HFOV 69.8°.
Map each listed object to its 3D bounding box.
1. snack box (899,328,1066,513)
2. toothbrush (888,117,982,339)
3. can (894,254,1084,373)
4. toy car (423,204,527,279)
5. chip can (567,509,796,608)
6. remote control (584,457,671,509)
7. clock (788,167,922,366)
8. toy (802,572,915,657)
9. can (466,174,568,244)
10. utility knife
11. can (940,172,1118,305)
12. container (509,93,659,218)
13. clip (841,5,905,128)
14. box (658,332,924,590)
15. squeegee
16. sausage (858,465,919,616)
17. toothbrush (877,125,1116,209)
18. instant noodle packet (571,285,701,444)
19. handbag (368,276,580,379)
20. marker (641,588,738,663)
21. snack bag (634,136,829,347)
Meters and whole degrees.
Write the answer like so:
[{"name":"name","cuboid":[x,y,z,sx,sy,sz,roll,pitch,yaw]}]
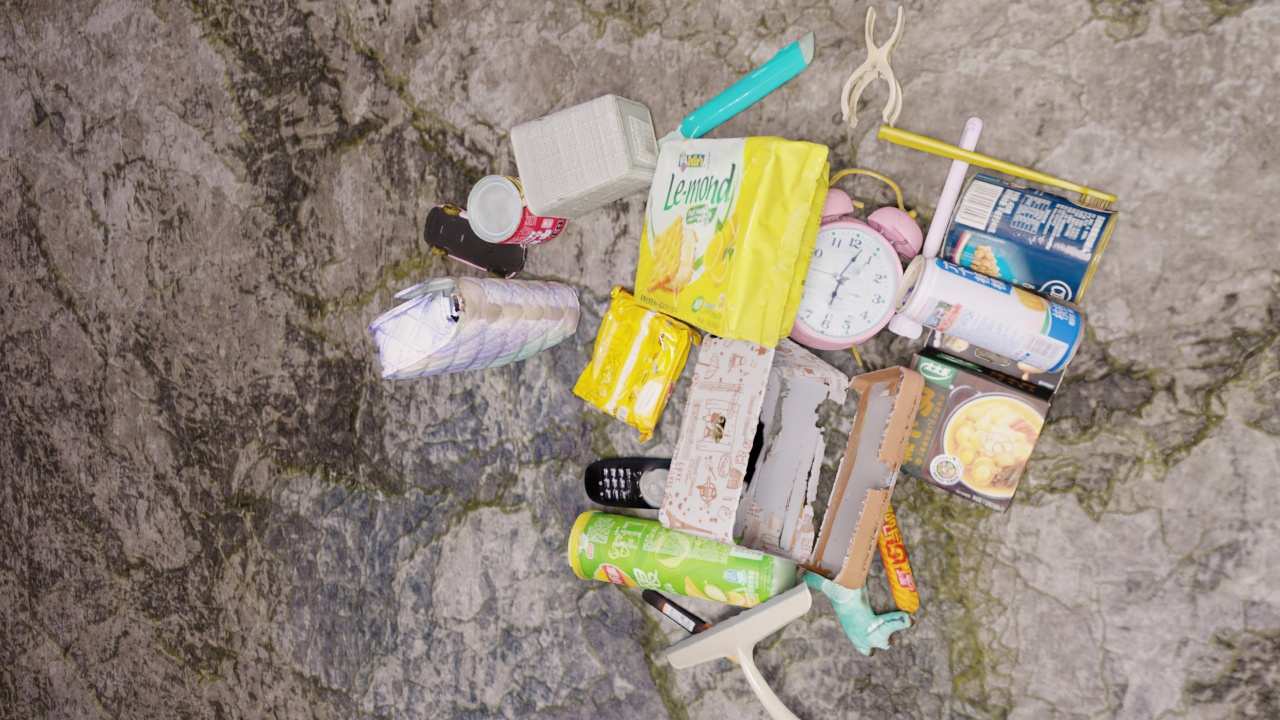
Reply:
[{"name":"snack box","cuboid":[0.274,0.046,0.768,0.113,0.053,0.126,22,111,24]},{"name":"toothbrush","cuboid":[0.253,-0.111,0.775,0.029,0.021,0.189,22,104,26]},{"name":"can","cuboid":[0.273,-0.037,0.725,0.134,0.053,0.053,21,106,-1]},{"name":"toy car","cuboid":[-0.178,-0.129,0.994,0.122,0.037,0.056,23,110,11]},{"name":"chip can","cuboid":[0.041,0.194,0.893,0.222,0.072,0.072,3,97,28]},{"name":"remote control","cuboid":[0.006,0.124,0.931,0.137,0.024,0.053,-2,93,27]},{"name":"clock","cuboid":[0.172,-0.084,0.777,0.117,0.060,0.158,19,94,-1]},{"name":"toy","cuboid":[0.200,0.225,0.832,0.097,0.030,0.092,-32,83,47]},{"name":"can","cuboid":[-0.121,-0.151,0.927,0.067,0.093,0.066,3,97,27]},{"name":"utility knife","cuboid":[0.076,-0.237,0.857,0.208,0.013,0.029,-27,81,31]},{"name":"can","cuboid":[0.301,-0.097,0.719,0.111,0.075,0.075,24,106,24]},{"name":"container","cuboid":[-0.048,-0.197,0.884,0.114,0.090,0.090,-14,89,29]},{"name":"clip","cuboid":[0.213,-0.243,0.774,0.083,0.034,0.104,30,101,25]},{"name":"box","cuboid":[0.143,0.085,0.756,0.178,0.152,0.182,6,78,44]},{"name":"squeegee","cuboid":[0.154,0.339,0.842,0.246,0.039,0.247,47,140,2]},{"name":"sausage","cuboid":[0.220,0.150,0.821,0.021,0.021,0.165,-17,88,28]},{"name":"toothbrush","cuboid":[0.284,-0.155,0.740,0.190,0.015,0.017,22,108,16]},{"name":"instant noodle packet","cuboid":[-0.005,0.005,0.912,0.111,0.044,0.128,31,106,29]},{"name":"handbag","cuboid":[-0.163,-0.037,0.906,0.134,0.193,0.075,-22,83,28]},{"name":"marker","cuboid":[0.053,0.266,0.929,0.124,0.015,0.018,27,106,25]},{"name":"snack bag","cuboid":[0.070,-0.106,0.783,0.246,0.068,0.158,-150,71,-65]}]
